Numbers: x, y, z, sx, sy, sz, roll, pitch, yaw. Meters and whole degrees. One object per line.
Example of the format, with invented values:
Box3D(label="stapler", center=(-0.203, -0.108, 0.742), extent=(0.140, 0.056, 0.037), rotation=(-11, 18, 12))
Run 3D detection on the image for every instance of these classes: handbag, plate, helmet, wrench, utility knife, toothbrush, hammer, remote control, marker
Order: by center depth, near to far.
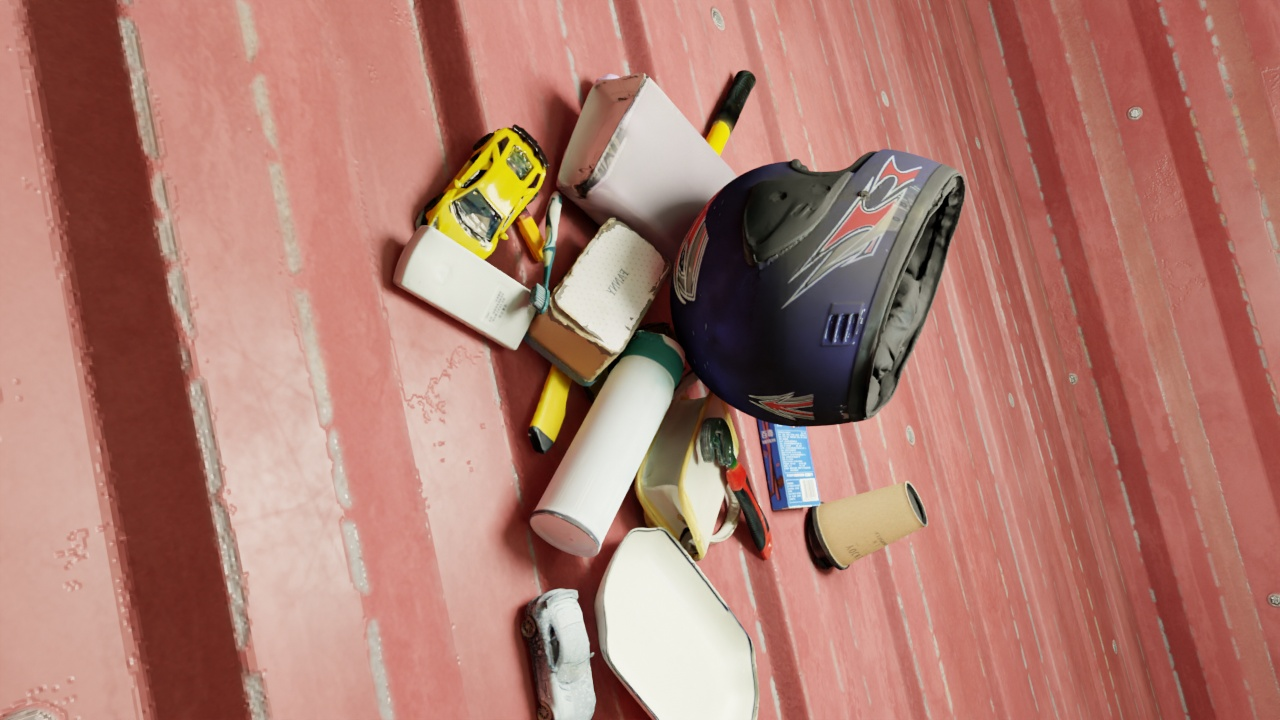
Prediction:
Box3D(label="remote control", center=(-0.146, -0.060, 0.784), extent=(0.135, 0.019, 0.056), rotation=(32, 79, -42))
Box3D(label="toothbrush", center=(-0.089, -0.108, 0.862), extent=(0.018, 0.016, 0.191), rotation=(40, 31, -31))
Box3D(label="utility knife", center=(-0.075, 0.015, 0.868), extent=(0.033, 0.015, 0.173), rotation=(51, 39, -36))
Box3D(label="marker", center=(-0.121, -0.150, 0.875), extent=(0.124, 0.015, 0.018), rotation=(62, 34, -12))
Box3D(label="plate", center=(0.034, 0.283, 0.890), extent=(0.266, 0.034, 0.161), rotation=(54, 39, -24))
Box3D(label="helmet", center=(0.164, -0.089, 0.931), extent=(0.314, 0.240, 0.248), rotation=(-57, 153, -26))
Box3D(label="toothbrush", center=(0.021, 0.040, 0.950), extent=(0.187, 0.016, 0.017), rotation=(-39, 127, -37))
Box3D(label="handbag", center=(0.061, 0.135, 0.978), extent=(0.179, 0.063, 0.162), rotation=(67, 33, -35))
Box3D(label="handbag", center=(0.009, -0.189, 0.993), extent=(0.197, 0.099, 0.144), rotation=(37, 65, -41))
Box3D(label="wrench", center=(0.110, 0.143, 1.001), extent=(0.273, 0.016, 0.056), rotation=(61, 37, -47))
Box3D(label="hammer", center=(0.108, -0.307, 1.230), extent=(0.129, 0.033, 0.299), rotation=(52, 41, -27))

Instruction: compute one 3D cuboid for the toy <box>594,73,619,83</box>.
Box3D(label="toy", center=(-0.021, -0.271, 1.038), extent=(0.083, 0.039, 0.108), rotation=(-51, 122, -24))

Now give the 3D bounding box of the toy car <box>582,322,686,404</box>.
Box3D(label="toy car", center=(-0.006, 0.006, 0.946), extent=(0.157, 0.042, 0.070), rotation=(-26, 97, -52))

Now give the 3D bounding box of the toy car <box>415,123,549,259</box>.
Box3D(label="toy car", center=(-0.137, -0.144, 0.818), extent=(0.071, 0.041, 0.155), rotation=(50, 53, -27))

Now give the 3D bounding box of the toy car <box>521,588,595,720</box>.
Box3D(label="toy car", center=(-0.065, 0.253, 0.770), extent=(0.054, 0.037, 0.120), rotation=(-1, 80, -54))

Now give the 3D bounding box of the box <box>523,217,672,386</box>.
Box3D(label="box", center=(-0.040, -0.056, 0.883), extent=(0.090, 0.062, 0.183), rotation=(40, 44, -7))

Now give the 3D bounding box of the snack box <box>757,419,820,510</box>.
Box3D(label="snack box", center=(0.187, 0.111, 1.172), extent=(0.084, 0.026, 0.157), rotation=(8, 70, -52))

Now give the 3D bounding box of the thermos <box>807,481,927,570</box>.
Box3D(label="thermos", center=(0.290, 0.210, 1.182), extent=(0.093, 0.143, 0.092), rotation=(44, 32, -36))

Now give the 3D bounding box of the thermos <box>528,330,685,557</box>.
Box3D(label="thermos", center=(-0.022, 0.069, 0.845), extent=(0.073, 0.073, 0.223), rotation=(50, 51, -29))
